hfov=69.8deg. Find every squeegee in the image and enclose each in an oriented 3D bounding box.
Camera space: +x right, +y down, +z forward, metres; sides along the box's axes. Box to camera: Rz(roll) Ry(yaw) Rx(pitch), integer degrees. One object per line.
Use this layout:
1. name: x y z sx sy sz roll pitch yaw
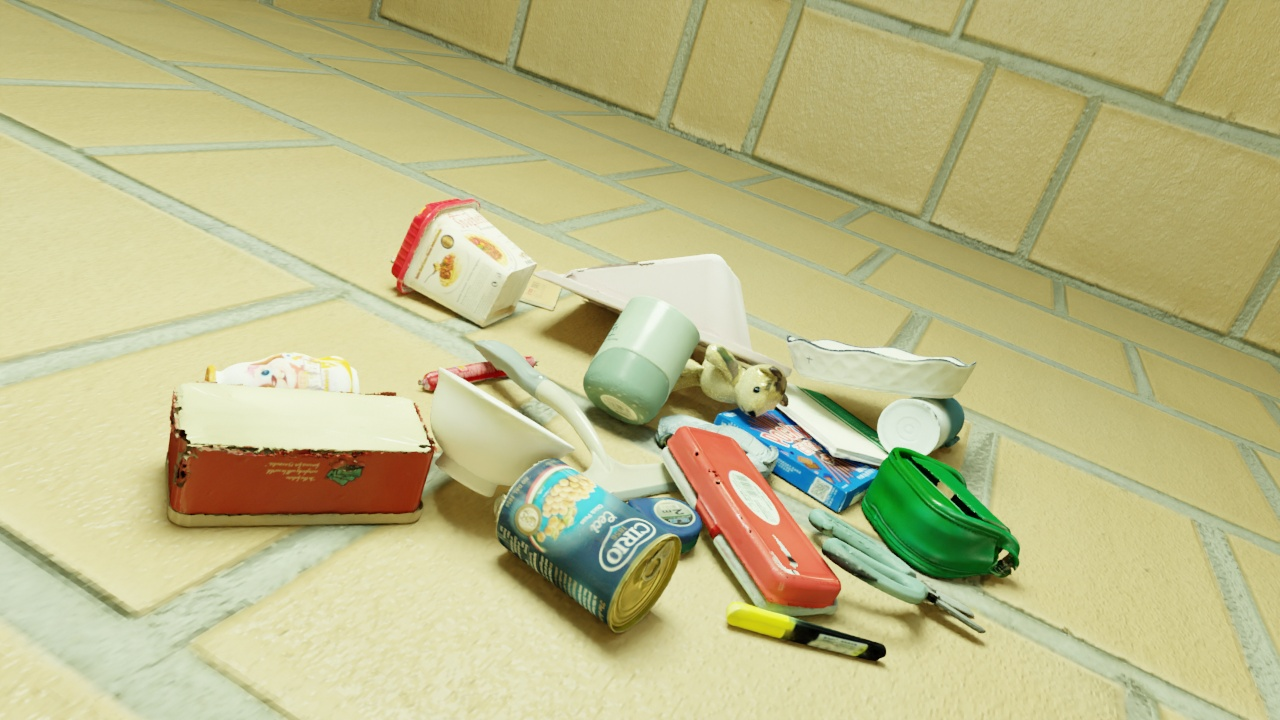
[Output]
1. squeegee: -0.083 0.037 0.834 0.245 0.039 0.246 -3 35 -43

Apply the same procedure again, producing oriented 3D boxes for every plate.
1. plate: 0.266 0.007 1.033 0.205 0.045 0.205 7 4 -1

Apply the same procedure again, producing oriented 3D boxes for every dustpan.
1. dustpan: 0.032 -0.036 1.067 0.274 0.138 0.222 -7 -5 16

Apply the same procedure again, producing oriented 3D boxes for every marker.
1. marker: 0.121 0.198 0.668 0.124 0.018 0.015 17 27 -7

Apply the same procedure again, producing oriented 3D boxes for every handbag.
1. handbag: 0.283 0.148 0.868 0.120 0.068 0.131 19 19 -20

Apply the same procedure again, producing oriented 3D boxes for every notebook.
1. notebook: 0.210 0.067 1.021 0.150 0.012 0.209 16 15 -31
2. notebook: -0.203 -0.120 1.192 0.207 0.008 0.147 17 21 -4

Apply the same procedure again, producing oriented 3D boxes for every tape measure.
1. tape measure: 0.020 0.132 0.736 0.058 0.025 0.054 1 29 -29

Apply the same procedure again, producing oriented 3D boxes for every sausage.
1. sausage: -0.155 0.011 0.898 0.020 0.020 0.155 31 25 30

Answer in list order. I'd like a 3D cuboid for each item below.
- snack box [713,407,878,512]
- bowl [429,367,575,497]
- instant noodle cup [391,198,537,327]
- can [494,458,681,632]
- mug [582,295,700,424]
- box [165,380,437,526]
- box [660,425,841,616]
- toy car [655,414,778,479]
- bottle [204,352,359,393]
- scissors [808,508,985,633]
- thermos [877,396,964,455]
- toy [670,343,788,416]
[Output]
1. snack box: 0.158 0.094 0.937 0.157 0.026 0.084 31 25 29
2. bowl: -0.115 0.062 0.685 0.118 0.064 0.118 30 -6 3
3. instant noodle cup: -0.196 -0.108 1.042 0.124 0.117 0.116 34 24 8
4. can: -0.038 0.125 0.637 0.111 0.075 0.075 30 24 27
5. mug: -0.005 0.005 0.915 0.082 0.106 0.112 33 -20 -8
6. box: -0.234 0.057 0.638 0.168 0.079 0.091 5 26 -31
7. box: 0.088 0.133 0.762 0.087 0.049 0.201 15 25 -34
8. toy car: 0.074 0.081 0.892 0.121 0.037 0.054 19 22 11
9. bottle: -0.276 0.025 0.706 0.108 0.063 0.063 5 25 -30
10. scissors: 0.202 0.173 0.746 0.174 0.019 0.177 34 7 25
11. thermos: 0.324 0.071 1.037 0.070 0.070 0.220 29 13 24
12. toy: 0.076 0.023 0.959 0.157 0.105 0.066 5 59 27
